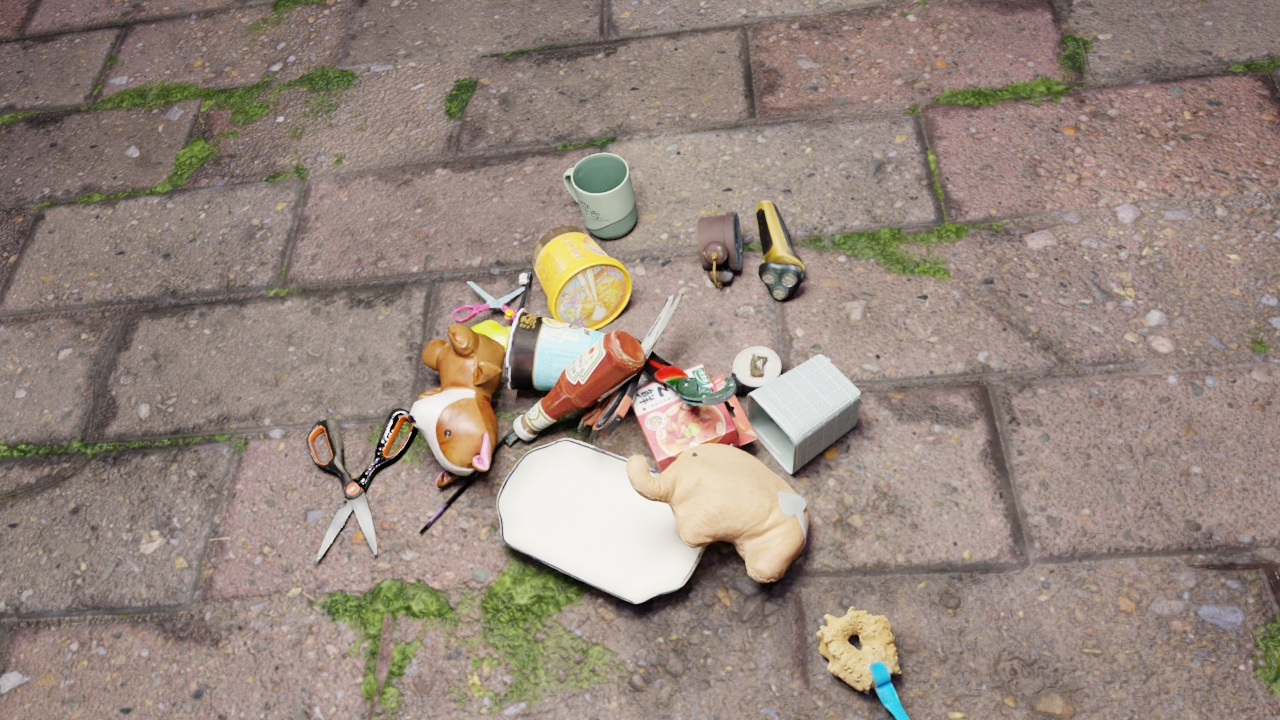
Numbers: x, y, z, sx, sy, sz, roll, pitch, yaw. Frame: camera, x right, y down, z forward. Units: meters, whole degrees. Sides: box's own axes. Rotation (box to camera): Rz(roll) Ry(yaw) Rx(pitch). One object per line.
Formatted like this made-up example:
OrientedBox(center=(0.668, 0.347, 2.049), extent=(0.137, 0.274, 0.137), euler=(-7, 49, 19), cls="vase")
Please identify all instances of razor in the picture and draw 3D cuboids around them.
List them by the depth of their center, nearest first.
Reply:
OrientedBox(center=(0.187, -0.161, 1.284), extent=(0.067, 0.062, 0.167), euler=(9, 49, -20), cls="razor")

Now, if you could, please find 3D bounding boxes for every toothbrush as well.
OrientedBox(center=(-0.215, 0.152, 1.177), extent=(0.017, 0.014, 0.188), euler=(37, 70, 15), cls="toothbrush")
OrientedBox(center=(-0.169, -0.073, 1.278), extent=(0.018, 0.016, 0.180), euler=(1, 37, 1), cls="toothbrush")

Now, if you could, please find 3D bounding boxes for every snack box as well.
OrientedBox(center=(0.063, 0.068, 1.127), extent=(0.127, 0.044, 0.113), euler=(-22, 51, -4), cls="snack box")

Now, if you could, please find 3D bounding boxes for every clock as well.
OrientedBox(center=(0.111, -0.155, 1.275), extent=(0.055, 0.082, 0.121), euler=(-3, 56, 13), cls="clock")

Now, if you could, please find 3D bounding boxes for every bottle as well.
OrientedBox(center=(-0.083, 0.037, 1.147), extent=(0.207, 0.059, 0.059), euler=(-37, 50, 29), cls="bottle")

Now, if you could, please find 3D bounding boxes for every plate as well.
OrientedBox(center=(-0.047, 0.193, 1.106), extent=(0.266, 0.034, 0.161), euler=(18, 61, 20), cls="plate")

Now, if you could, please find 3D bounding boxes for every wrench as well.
OrientedBox(center=(0.029, 0.008, 1.148), extent=(0.056, 0.016, 0.273), euler=(-30, 27, -19), cls="wrench")

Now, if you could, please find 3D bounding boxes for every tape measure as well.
OrientedBox(center=(0.151, 0.016, 1.187), extent=(0.066, 0.034, 0.065), euler=(4, 59, 11), cls="tape measure")

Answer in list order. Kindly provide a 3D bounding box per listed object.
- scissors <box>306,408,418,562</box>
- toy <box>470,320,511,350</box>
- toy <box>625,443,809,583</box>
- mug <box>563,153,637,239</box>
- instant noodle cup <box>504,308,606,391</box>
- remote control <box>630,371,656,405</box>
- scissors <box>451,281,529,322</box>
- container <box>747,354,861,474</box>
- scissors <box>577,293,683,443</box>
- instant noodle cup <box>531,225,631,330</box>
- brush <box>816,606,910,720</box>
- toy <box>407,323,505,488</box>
OrientedBox(center=(-0.369, 0.148, 1.202), extent=(0.227, 0.022, 0.221), euler=(-42, 60, -17), cls="scissors")
OrientedBox(center=(-0.222, -0.014, 1.275), extent=(0.097, 0.031, 0.100), euler=(-6, 61, 3), cls="toy")
OrientedBox(center=(0.087, 0.155, 1.045), extent=(0.226, 0.083, 0.143), euler=(28, 44, -4), cls="toy")
OrientedBox(center=(-0.062, -0.242, 1.347), extent=(0.112, 0.106, 0.082), euler=(23, 65, 22), cls="mug")
OrientedBox(center=(-0.106, -0.006, 1.211), extent=(0.120, 0.111, 0.111), euler=(8, 59, 6), cls="instant noodle cup")
OrientedBox(center=(0.028, 0.052, 1.191), extent=(0.125, 0.024, 0.049), euler=(27, 66, 25), cls="remote control")
OrientedBox(center=(-0.206, -0.076, 1.296), extent=(0.133, 0.017, 0.134), euler=(38, 47, 27), cls="scissors")
OrientedBox(center=(0.201, 0.062, 1.117), extent=(0.111, 0.090, 0.090), euler=(-31, 58, -15), cls="container")
OrientedBox(center=(-0.013, 0.006, 1.162), extent=(0.199, 0.015, 0.204), euler=(-37, 27, 32), cls="scissors")
OrientedBox(center=(-0.089, -0.118, 1.272), extent=(0.118, 0.118, 0.114), euler=(-28, 50, -9), cls="instant noodle cup")
OrientedBox(center=(0.263, 0.361, 0.930), extent=(0.083, 0.046, 0.254), euler=(-21, 51, -8), cls="brush")
OrientedBox(center=(-0.232, 0.056, 1.168), extent=(0.130, 0.140, 0.199), euler=(5, 72, -32), cls="toy")
